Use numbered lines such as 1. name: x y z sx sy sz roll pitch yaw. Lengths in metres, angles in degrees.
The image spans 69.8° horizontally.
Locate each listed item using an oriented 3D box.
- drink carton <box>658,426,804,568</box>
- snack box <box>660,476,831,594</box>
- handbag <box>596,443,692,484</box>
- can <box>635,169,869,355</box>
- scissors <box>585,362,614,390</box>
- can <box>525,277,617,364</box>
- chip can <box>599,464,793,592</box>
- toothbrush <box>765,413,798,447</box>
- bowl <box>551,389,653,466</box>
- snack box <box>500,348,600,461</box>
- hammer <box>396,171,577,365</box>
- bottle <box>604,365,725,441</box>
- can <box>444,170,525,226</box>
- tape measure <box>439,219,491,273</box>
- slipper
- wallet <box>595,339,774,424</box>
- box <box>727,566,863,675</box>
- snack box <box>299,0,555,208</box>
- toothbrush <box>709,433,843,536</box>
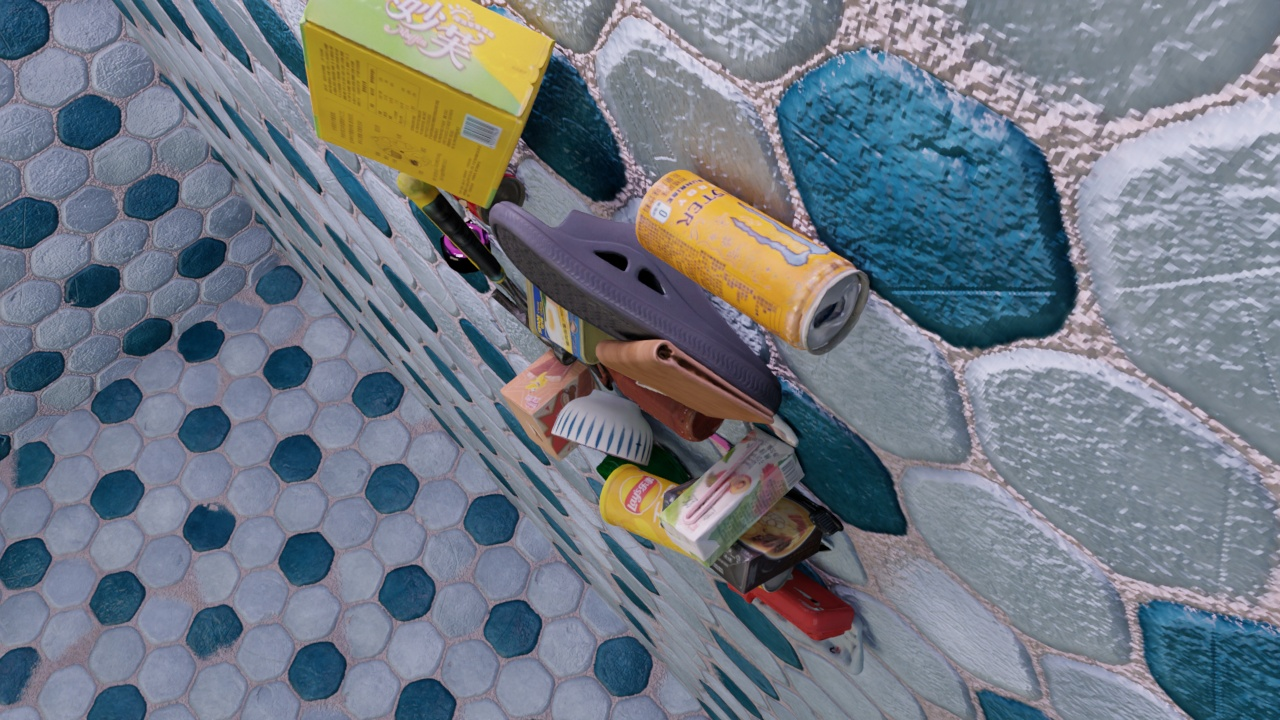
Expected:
1. drink carton: 0.078 0.115 0.788 0.053 0.122 0.045 30 153 49
2. snack box: 0.101 0.150 0.856 0.113 0.125 0.053 34 130 40
3. handbag: 0.014 0.158 1.131 0.120 0.068 0.131 56 162 -25
4. can: 0.064 -0.062 0.557 0.146 0.058 0.058 37 159 34
5. scissors: -0.050 -0.028 0.984 0.189 0.015 0.226 35 158 40
6. can: -0.058 -0.056 0.836 0.083 0.057 0.102 30 132 43
7. chip can: 0.057 0.173 0.966 0.214 0.071 0.072 17 146 37
8. toothbrush: 0.063 0.007 0.774 0.187 0.017 0.016 45 163 15
9. bowl: -0.037 0.073 1.046 0.116 0.066 0.116 18 175 2
10. snack box: -0.105 0.054 1.159 0.077 0.094 0.093 31 155 45
11. hammer: -0.166 -0.102 0.988 0.126 0.032 0.323 41 173 31
12. bottle: -0.005 0.005 0.867 0.206 0.059 0.060 34 158 39
13. can: -0.173 -0.185 0.890 0.133 0.053 0.053 40 161 28
14. tape measure: -0.204 -0.133 1.072 0.058 0.057 0.039 52 164 23
15. slipper: 0.008 -0.052 0.705 0.268 0.083 0.111 34 169 -13
16. wallet: 0.033 0.016 0.693 0.115 0.020 0.101 30 168 -25
17. box: 0.152 0.251 1.000 0.201 0.074 0.154 29 166 48
18. snack box: -0.165 -0.203 0.696 0.157 0.070 0.210 22 168 -12
19. toothbrush: 0.117 0.110 0.863 0.189 0.017 0.014 35 148 43
